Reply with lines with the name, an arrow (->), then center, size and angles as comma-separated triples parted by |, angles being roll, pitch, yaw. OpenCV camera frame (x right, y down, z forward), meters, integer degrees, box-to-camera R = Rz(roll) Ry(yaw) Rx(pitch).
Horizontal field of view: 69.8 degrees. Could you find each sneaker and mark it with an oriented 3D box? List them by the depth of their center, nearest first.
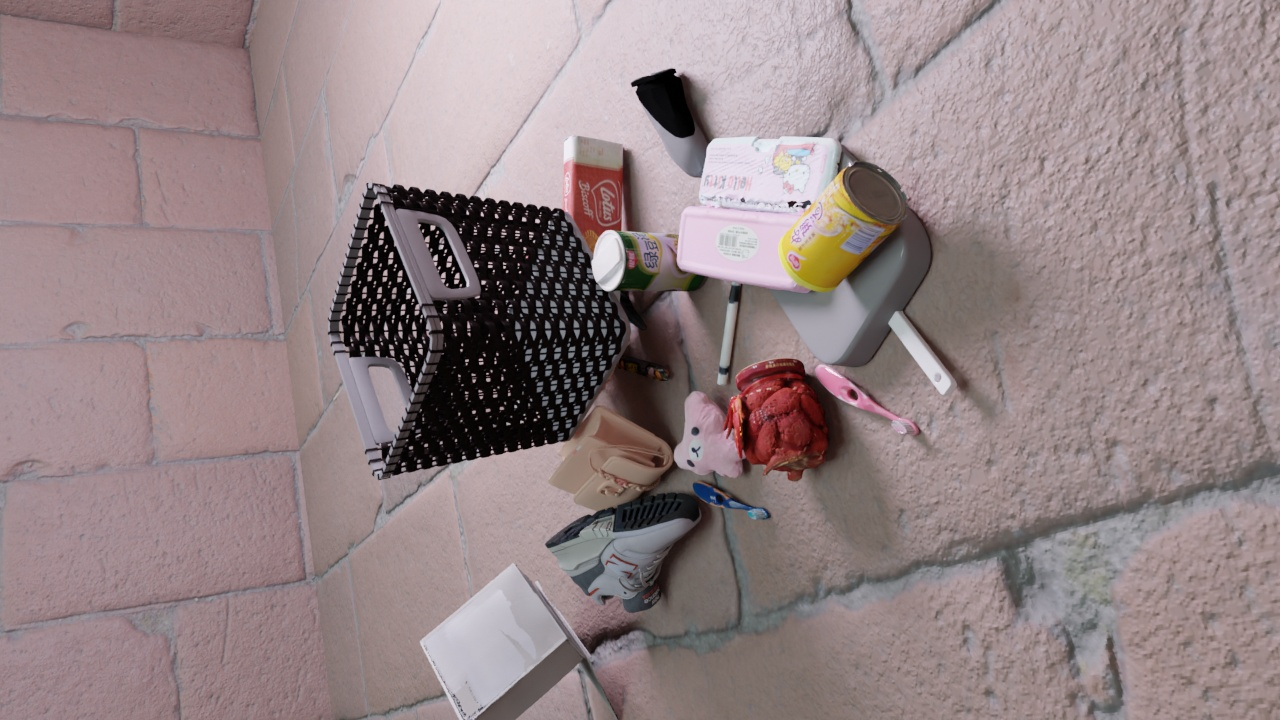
sneaker -> -0.004, 0.245, 1.133 | 0.240, 0.088, 0.124 | -19, 101, 40

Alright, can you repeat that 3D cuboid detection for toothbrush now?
toothbrush -> 0.205, 0.036, 0.851 | 0.135, 0.016, 0.022 | 39, 122, 49
toothbrush -> 0.099, -0.063, 1.007 | 0.012, 0.017, 0.187 | 24, 112, 54
toothbrush -> 0.095, 0.157, 1.029 | 0.135, 0.017, 0.021 | 14, 102, 56

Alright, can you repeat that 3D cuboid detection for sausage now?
sausage -> -0.007, 0.007, 1.176 | 0.155, 0.020, 0.020 | 15, 105, 56

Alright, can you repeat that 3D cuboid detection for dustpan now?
dustpan -> 0.206, -0.061, 0.834 | 0.164, 0.033, 0.257 | -66, 32, 35

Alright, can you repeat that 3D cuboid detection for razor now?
razor -> 0.041, -0.272, 1.055 | 0.060, 0.057, 0.156 | 99, 150, -74

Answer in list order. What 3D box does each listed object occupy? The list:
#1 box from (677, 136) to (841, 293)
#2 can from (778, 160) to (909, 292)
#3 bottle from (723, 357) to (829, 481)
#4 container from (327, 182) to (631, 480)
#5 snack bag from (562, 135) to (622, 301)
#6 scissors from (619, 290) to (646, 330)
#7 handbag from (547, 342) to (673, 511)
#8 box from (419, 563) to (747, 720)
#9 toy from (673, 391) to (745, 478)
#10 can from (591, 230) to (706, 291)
box -> 0.113, -0.152, 0.933 | 0.201, 0.041, 0.154 | 18, 105, 54
can -> 0.173, -0.113, 0.793 | 0.105, 0.067, 0.067 | -50, 51, 50
bottle -> 0.130, 0.062, 0.897 | 0.099, 0.098, 0.111 | -40, 54, 51
container -> -0.193, -0.035, 1.070 | 0.246, 0.243, 0.247 | -58, 48, 39
snack bag -> -0.061, -0.173, 1.173 | 0.041, 0.077, 0.225 | -5, 82, 62
scissors -> -0.017, -0.083, 1.184 | 0.149, 0.019, 0.118 | -36, 57, 58
handbag -> -0.019, 0.084, 1.176 | 0.199, 0.116, 0.186 | -50, 18, 52
box -> -0.064, 0.393, 1.283 | 0.167, 0.445, 0.165 | 40, 115, 49
toy -> 0.080, 0.093, 1.019 | 0.096, 0.052, 0.099 | 33, 123, 38
can -> 0.011, -0.112, 1.045 | 0.067, 0.120, 0.067 | 5, 96, 57
